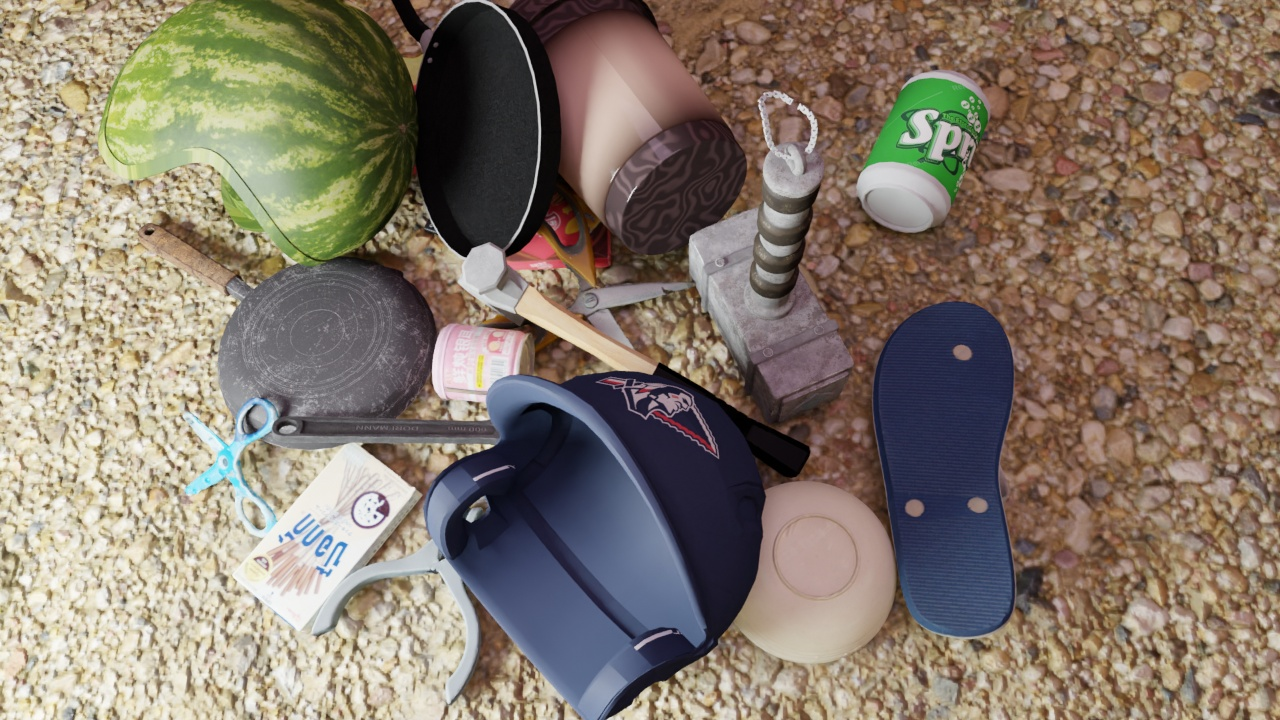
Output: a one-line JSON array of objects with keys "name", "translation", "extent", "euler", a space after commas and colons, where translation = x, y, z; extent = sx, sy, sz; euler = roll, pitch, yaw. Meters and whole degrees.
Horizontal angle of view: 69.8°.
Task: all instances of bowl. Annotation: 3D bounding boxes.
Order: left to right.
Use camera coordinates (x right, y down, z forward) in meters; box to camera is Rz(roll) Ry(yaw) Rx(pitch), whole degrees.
[{"name": "bowl", "translation": [0.137, 0.164, 0.740], "extent": [0.151, 0.075, 0.150], "euler": [-1, 69, 3]}]

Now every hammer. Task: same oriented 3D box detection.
[{"name": "hammer", "translation": [-0.005, 0.005, 0.782], "extent": [0.328, 0.131, 0.039], "euler": [31, 84, -1]}, {"name": "hammer", "translation": [0.105, -0.081, 0.700], "extent": [0.079, 0.327, 0.176], "euler": [-23, 69, -6]}]

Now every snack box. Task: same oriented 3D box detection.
[{"name": "snack box", "translation": [-0.269, 0.151, 0.794], "extent": [0.082, 0.026, 0.149], "euler": [34, 74, 15]}, {"name": "snack box", "translation": [-0.096, -0.132, 0.896], "extent": [0.133, 0.021, 0.089], "euler": [-2, 69, 2]}]

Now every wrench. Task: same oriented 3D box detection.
[{"name": "wrench", "translation": [-0.174, 0.062, 0.791], "extent": [0.273, 0.018, 0.073], "euler": [2, 41, -11]}]

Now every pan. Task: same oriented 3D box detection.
[{"name": "pan", "translation": [-0.356, -0.053, 0.865], "extent": [0.357, 0.040, 0.207], "euler": [30, 66, 15]}, {"name": "pan", "translation": [-0.170, -0.254, 0.845], "extent": [0.034, 0.226, 0.356], "euler": [-9, 60, -39]}]

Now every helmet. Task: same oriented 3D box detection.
[{"name": "helmet", "translation": [-0.320, -0.219, 0.833], "extent": [0.247, 0.213, 0.243], "euler": [17, 85, 17]}, {"name": "helmet", "translation": [-0.017, 0.106, 0.668], "extent": [0.222, 0.273, 0.232], "euler": [-40, 60, -19]}]

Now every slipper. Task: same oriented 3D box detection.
[{"name": "slipper", "translation": [0.255, 0.086, 0.772], "extent": [0.118, 0.060, 0.294], "euler": [2, 64, 7]}]

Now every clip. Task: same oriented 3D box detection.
[{"name": "clip", "translation": [-0.195, 0.209, 0.762], "extent": [0.165, 0.032, 0.164], "euler": [-15, 70, -10]}]

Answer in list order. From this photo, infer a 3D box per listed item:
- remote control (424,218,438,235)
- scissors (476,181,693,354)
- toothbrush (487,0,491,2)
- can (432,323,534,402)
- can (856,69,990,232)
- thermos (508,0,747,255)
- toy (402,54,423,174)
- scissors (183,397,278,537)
[{"name": "remote control", "translation": [-0.175, -0.186, 0.928], "extent": [0.030, 0.009, 0.139], "euler": [19, 71, 10]}, {"name": "scissors", "translation": [-0.067, -0.069, 0.856], "extent": [0.225, 0.016, 0.229], "euler": [-14, 82, 1]}, {"name": "toothbrush", "translation": [-0.145, -0.284, 0.863], "extent": [0.010, 0.182, 0.010], "euler": [-36, 66, -29]}, {"name": "can", "translation": [-0.137, 0.004, 0.808], "extent": [0.076, 0.067, 0.067], "euler": [6, 69, 4]}, {"name": "can", "translation": [0.267, -0.197, 0.864], "extent": [0.088, 0.088, 0.139], "euler": [24, 72, 12]}, {"name": "thermos", "translation": [-0.019, -0.219, 0.832], "extent": [0.172, 0.173, 0.226], "euler": [-30, 62, -8]}, {"name": "toy", "translation": [-0.225, -0.252, 0.937], "extent": [0.091, 0.045, 0.135], "euler": [-9, 75, 1]}, {"name": "scissors", "translation": [-0.352, 0.087, 0.803], "extent": [0.134, 0.011, 0.140], "euler": [46, 110, 10]}]
